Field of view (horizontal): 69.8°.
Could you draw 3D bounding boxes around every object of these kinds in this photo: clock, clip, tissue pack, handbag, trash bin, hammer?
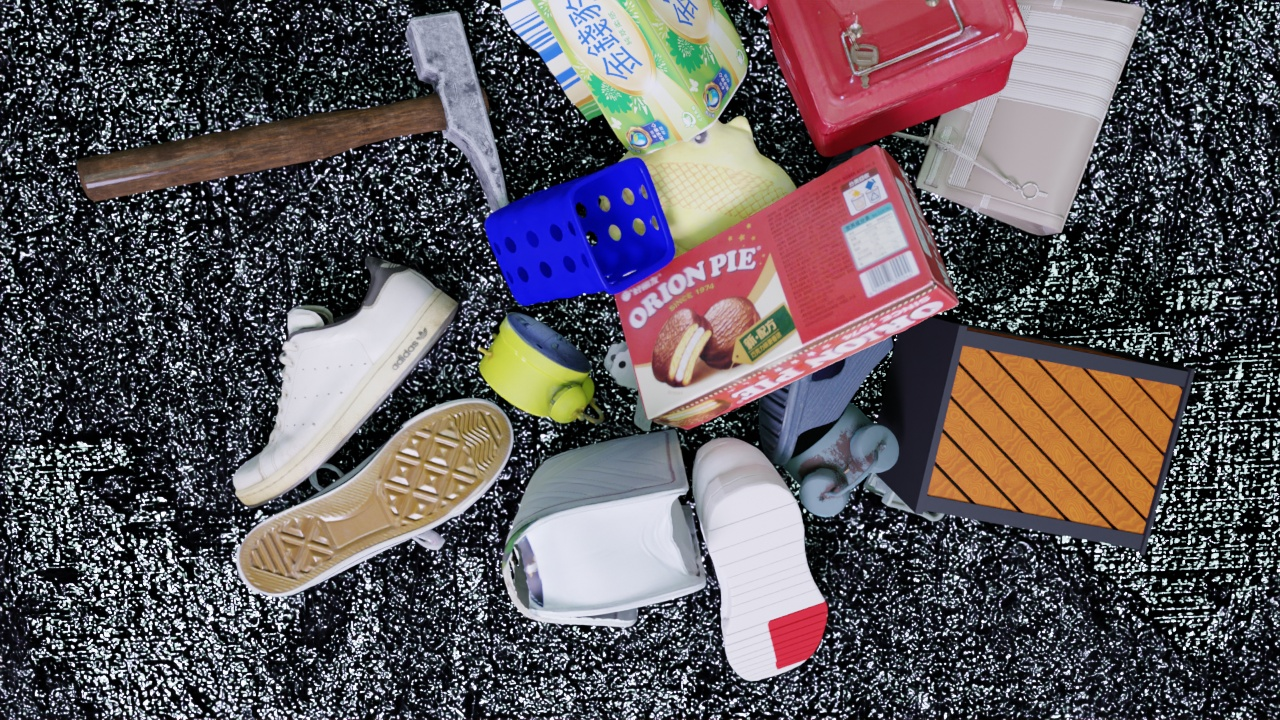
[{"bbox_3d":[0.159,0.079,0.739,0.090,0.124,0.053,-44,93,5],"label":"clock"},{"bbox_3d":[0.234,0.120,0.795,0.075,0.061,0.023,22,99,-17],"label":"clip"},{"bbox_3d":[-0.031,-0.254,0.687,0.142,0.120,0.198,-12,120,40],"label":"tissue pack"},{"bbox_3d":[-0.076,0.011,0.752,0.119,0.083,0.057,36,102,-1],"label":"clock"},{"bbox_3d":[-0.027,0.126,0.711,0.142,0.198,0.096,-13,99,3],"label":"handbag"},{"bbox_3d":[-0.002,0.005,0.786,0.054,0.043,0.102,18,97,-14],"label":"clip"},{"bbox_3d":[0.268,-0.216,0.742,0.198,0.062,0.176,19,98,6],"label":"handbag"},{"bbox_3d":[0.296,0.049,0.727,0.172,0.139,0.140,10,98,-1],"label":"trash bin"},{"bbox_3d":[-0.251,-0.132,0.704,0.300,0.037,0.218,-17,97,-19],"label":"hammer"}]

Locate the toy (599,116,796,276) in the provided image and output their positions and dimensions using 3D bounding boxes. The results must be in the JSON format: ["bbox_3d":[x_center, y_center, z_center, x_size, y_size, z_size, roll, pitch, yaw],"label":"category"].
[{"bbox_3d":[0.049,-0.123,0.745,0.170,0.064,0.155,13,112,3],"label":"toy"}]

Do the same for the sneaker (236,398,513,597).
[{"bbox_3d":[-0.215,0.117,0.768,0.240,0.088,0.118,-31,85,-17],"label":"sneaker"}]

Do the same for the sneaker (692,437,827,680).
[{"bbox_3d":[0.091,0.162,0.774,0.090,0.104,0.237,-18,125,-2],"label":"sneaker"}]

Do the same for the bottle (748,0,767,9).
[{"bbox_3d":[0.142,-0.324,0.714,0.137,0.062,0.062,-33,97,5],"label":"bottle"}]

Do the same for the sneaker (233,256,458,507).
[{"bbox_3d":[-0.262,0.013,0.748,0.241,0.089,0.102,-46,104,2],"label":"sneaker"}]

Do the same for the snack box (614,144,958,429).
[{"bbox_3d":[0.098,-0.046,0.677,0.237,0.060,0.113,-27,64,28],"label":"snack box"}]

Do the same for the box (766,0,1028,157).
[{"bbox_3d":[0.185,-0.238,0.687,0.157,0.127,0.137,-19,87,5],"label":"box"}]

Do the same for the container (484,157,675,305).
[{"bbox_3d":[-0.049,-0.096,0.708,0.084,0.114,0.085,-33,109,-39],"label":"container"}]

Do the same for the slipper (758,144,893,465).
[{"bbox_3d":[0.162,-0.039,0.743,0.082,0.101,0.263,15,92,-10],"label":"slipper"}]
